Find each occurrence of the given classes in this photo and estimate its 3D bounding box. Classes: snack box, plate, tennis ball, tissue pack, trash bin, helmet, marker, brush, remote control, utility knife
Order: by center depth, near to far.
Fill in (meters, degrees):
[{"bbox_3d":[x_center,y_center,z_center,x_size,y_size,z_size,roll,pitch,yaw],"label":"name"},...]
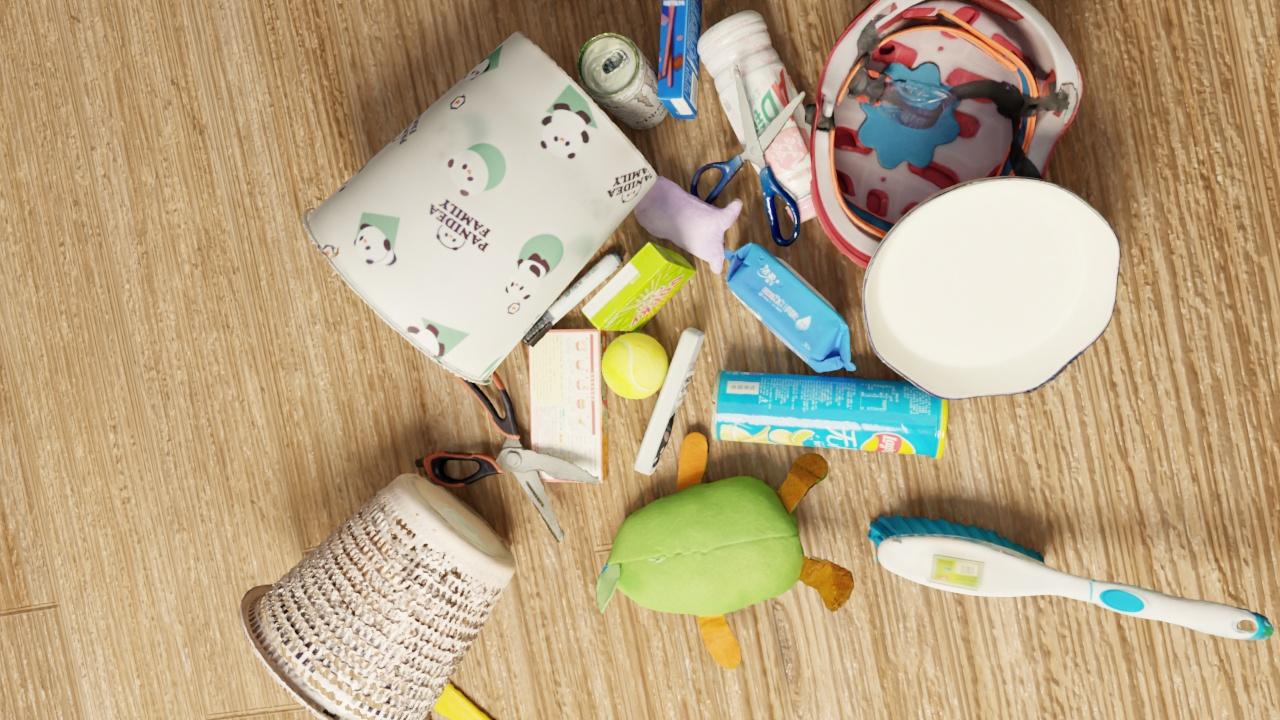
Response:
[{"bbox_3d":[0.288,-0.062,0.771,0.205,0.045,0.205,2,122,3],"label":"plate"},{"bbox_3d":[0.243,-0.207,0.798,0.207,0.143,0.241,19,117,-4],"label":"helmet"},{"bbox_3d":[0.363,0.194,0.812,0.315,0.109,0.060,8,92,12],"label":"brush"},{"bbox_3d":[-0.136,-0.145,0.847,0.252,0.229,0.229,-45,84,6],"label":"trash bin"},{"bbox_3d":[0.003,-0.065,0.848,0.086,0.156,0.026,-44,83,10],"label":"snack box"},{"bbox_3d":[0.140,-0.048,0.852,0.157,0.095,0.052,44,95,6],"label":"tissue pack"},{"bbox_3d":[0.039,-0.315,0.862,0.026,0.084,0.157,3,94,11],"label":"snack box"},{"bbox_3d":[0.030,0.040,0.899,0.021,0.058,0.150,21,98,9],"label":"remote control"},{"bbox_3d":[-0.005,0.005,0.901,0.065,0.065,0.065,1,93,12],"label":"tennis ball"},{"bbox_3d":[-0.237,0.228,0.901,0.227,0.227,0.192,39,87,7],"label":"trash bin"},{"bbox_3d":[-0.068,-0.061,0.918,0.130,0.018,0.022,-42,57,-3],"label":"marker"},{"bbox_3d":[-0.074,0.045,0.937,0.077,0.027,0.156,0,93,12],"label":"snack box"},{"bbox_3d":[-0.159,0.405,0.981,0.219,0.015,0.033,38,99,10],"label":"utility knife"}]

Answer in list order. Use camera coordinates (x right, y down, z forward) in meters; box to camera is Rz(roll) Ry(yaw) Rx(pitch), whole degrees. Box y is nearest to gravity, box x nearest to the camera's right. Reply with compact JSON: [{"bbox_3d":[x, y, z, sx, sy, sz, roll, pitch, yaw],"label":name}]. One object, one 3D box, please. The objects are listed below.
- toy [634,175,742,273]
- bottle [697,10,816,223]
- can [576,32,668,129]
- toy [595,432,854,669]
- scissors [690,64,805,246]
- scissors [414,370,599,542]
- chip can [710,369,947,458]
[{"bbox_3d":[0.042,-0.140,0.890,0.108,0.038,0.084,30,130,13],"label":"toy"},{"bbox_3d":[0.121,-0.224,0.862,0.068,0.068,0.197,-24,92,12],"label":"bottle"},{"bbox_3d":[-0.013,-0.254,0.845,0.058,0.146,0.058,1,94,12],"label":"can"},{"bbox_3d":[0.075,0.179,0.882,0.247,0.090,0.226,-13,73,19],"label":"toy"},{"bbox_3d":[0.103,-0.180,0.846,0.163,0.012,0.176,-14,108,48],"label":"scissors"},{"bbox_3d":[-0.142,0.088,0.940,0.226,0.015,0.189,-1,91,24],"label":"scissors"},{"bbox_3d":[0.175,0.049,0.862,0.210,0.071,0.071,3,94,12],"label":"chip can"}]
